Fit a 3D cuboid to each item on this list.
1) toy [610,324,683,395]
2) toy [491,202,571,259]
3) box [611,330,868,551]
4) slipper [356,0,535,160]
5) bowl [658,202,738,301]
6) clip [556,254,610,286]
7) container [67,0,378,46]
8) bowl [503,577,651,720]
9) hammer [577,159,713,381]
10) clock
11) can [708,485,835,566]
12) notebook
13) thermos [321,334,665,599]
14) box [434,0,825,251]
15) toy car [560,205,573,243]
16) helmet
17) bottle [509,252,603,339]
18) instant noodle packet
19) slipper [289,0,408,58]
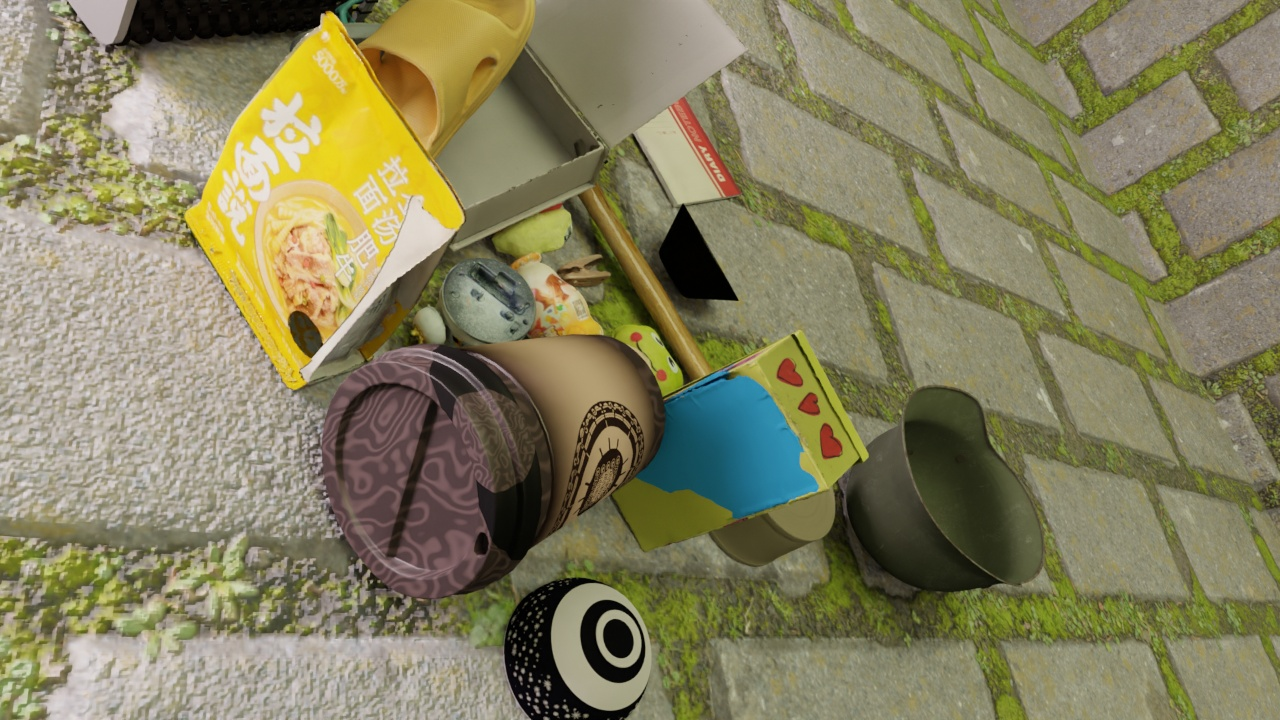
[{"bbox_3d":[-0.005,0.005,0.894,0.092,0.043,0.117,58,30,11],"label":"toy"},{"bbox_3d":[-0.119,-0.158,0.884,0.091,0.045,0.135,-21,82,-17],"label":"toy"},{"bbox_3d":[0.067,0.074,0.778,0.079,0.222,0.124,-30,89,-48],"label":"box"},{"bbox_3d":[-0.189,-0.222,0.741,0.099,0.263,0.078,31,-4,17],"label":"slipper"},{"bbox_3d":[0.056,-0.107,1.017,0.124,0.052,0.124,58,8,-14],"label":"bowl"},{"bbox_3d":[-0.061,-0.097,0.933,0.060,0.025,0.045,-3,65,-42],"label":"clip"},{"bbox_3d":[-0.340,-0.415,0.715,0.247,0.246,0.242,54,43,-1],"label":"container"},{"bbox_3d":[-0.036,0.220,0.700,0.120,0.067,0.120,25,48,-31],"label":"bowl"},{"bbox_3d":[-0.005,-0.100,0.967,0.330,0.033,0.132,59,19,-2],"label":"hammer"},{"bbox_3d":[-0.142,-0.031,0.774,0.083,0.057,0.117,39,52,-5],"label":"clock"},{"bbox_3d":[0.125,0.132,0.915,0.127,0.073,0.127,25,48,-31],"label":"can"},{"bbox_3d":[0.038,-0.293,1.177,0.152,0.012,0.208,-21,79,-50],"label":"notebook"},{"bbox_3d":[-0.094,0.060,0.688,0.225,0.173,0.172,-18,76,-55],"label":"thermos"},{"bbox_3d":[-0.043,-0.274,0.862,0.418,0.108,0.166,-34,78,-14],"label":"box"},{"bbox_3d":[-0.104,-0.167,0.934,0.047,0.033,0.105,-22,81,-51],"label":"toy car"},{"bbox_3d":[0.331,0.167,1.029,0.267,0.154,0.226,22,50,-27],"label":"helmet"},{"bbox_3d":[-0.081,-0.046,0.846,0.063,0.063,0.109,-23,80,-50],"label":"bottle"},{"bbox_3d":[-0.214,-0.103,0.632,0.084,0.222,0.163,-27,82,-47],"label":"instant noodle packet"},{"bbox_3d":[-0.226,-0.302,0.862,0.268,0.098,0.055,-24,99,-59],"label":"slipper"}]
